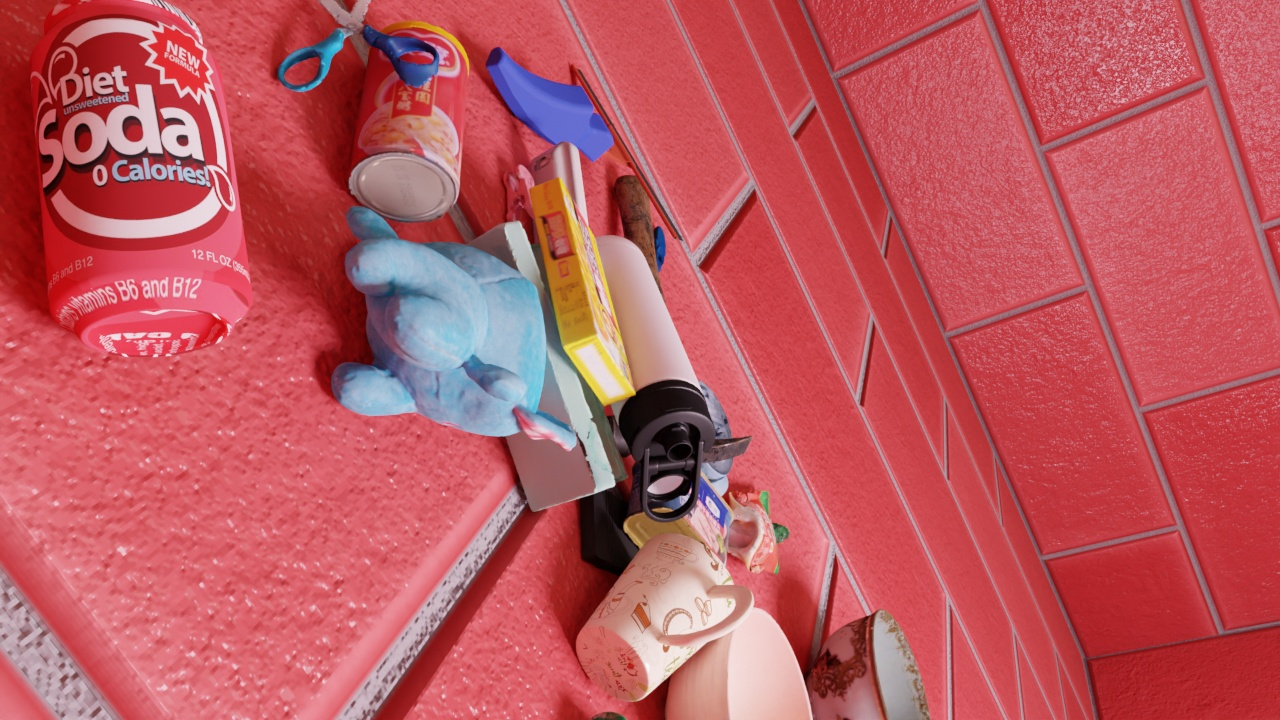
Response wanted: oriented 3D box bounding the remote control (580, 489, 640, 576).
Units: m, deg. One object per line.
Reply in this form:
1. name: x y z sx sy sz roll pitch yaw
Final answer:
1. remote control: -0.003 0.144 0.712 0.133 0.013 0.058 39 38 -47

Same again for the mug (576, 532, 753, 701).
1. mug: 0.023 0.174 0.614 0.097 0.122 0.081 -35 106 -48

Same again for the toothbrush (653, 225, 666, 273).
1. toothbrush: 0.015 -0.100 0.934 0.021 0.016 0.132 54 29 -33

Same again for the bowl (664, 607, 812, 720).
1. bowl: 0.066 0.267 0.684 0.153 0.076 0.152 42 37 -44

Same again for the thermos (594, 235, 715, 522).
1. thermos: -0.004 0.004 0.702 0.229 0.068 0.101 -111 -159 -47

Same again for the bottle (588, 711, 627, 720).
1. bottle: 0.002 0.270 0.592 0.110 0.043 0.042 54 29 -31

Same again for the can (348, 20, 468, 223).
1. can: -0.147 -0.154 0.591 0.066 0.067 0.124 39 38 -47

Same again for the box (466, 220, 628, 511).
1. box: -0.058 0.002 0.636 0.091 0.078 0.188 -14 82 -52

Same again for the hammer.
1. hammer: 0.015 -0.051 0.827 0.120 0.033 0.329 5 50 -15

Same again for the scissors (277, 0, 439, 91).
1. scissors: -0.171 -0.205 0.574 0.014 0.117 0.129 100 -4 -54

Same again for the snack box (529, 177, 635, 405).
1. snack box: -0.041 -0.049 0.631 0.075 0.025 0.152 59 12 -52

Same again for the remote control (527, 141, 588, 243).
1. remote control: -0.068 -0.116 0.741 0.022 0.050 0.133 26 48 -50

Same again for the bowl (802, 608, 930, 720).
1. bowl: 0.217 0.336 0.908 0.160 0.094 0.159 44 35 -42

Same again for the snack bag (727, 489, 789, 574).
1. snack bag: 0.123 0.171 0.921 0.155 0.044 0.087 21 57 -63

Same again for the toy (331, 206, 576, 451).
1. toy: -0.115 -0.011 0.505 0.183 0.115 0.180 49 5 9

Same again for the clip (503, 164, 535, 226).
1. clip: -0.091 -0.131 0.726 0.023 0.044 0.060 41 50 -50

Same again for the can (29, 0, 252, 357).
1. can: -0.213 -0.077 0.392 0.074 0.075 0.142 13 60 -60

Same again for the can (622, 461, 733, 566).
1. can: 0.031 0.125 0.713 0.100 0.054 0.058 52 31 -31

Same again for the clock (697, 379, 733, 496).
1. clock: 0.045 0.079 0.815 0.088 0.052 0.124 26 49 -57

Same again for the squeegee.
1. squeegee: -0.070 -0.218 0.809 0.184 0.055 0.249 27 30 -55
